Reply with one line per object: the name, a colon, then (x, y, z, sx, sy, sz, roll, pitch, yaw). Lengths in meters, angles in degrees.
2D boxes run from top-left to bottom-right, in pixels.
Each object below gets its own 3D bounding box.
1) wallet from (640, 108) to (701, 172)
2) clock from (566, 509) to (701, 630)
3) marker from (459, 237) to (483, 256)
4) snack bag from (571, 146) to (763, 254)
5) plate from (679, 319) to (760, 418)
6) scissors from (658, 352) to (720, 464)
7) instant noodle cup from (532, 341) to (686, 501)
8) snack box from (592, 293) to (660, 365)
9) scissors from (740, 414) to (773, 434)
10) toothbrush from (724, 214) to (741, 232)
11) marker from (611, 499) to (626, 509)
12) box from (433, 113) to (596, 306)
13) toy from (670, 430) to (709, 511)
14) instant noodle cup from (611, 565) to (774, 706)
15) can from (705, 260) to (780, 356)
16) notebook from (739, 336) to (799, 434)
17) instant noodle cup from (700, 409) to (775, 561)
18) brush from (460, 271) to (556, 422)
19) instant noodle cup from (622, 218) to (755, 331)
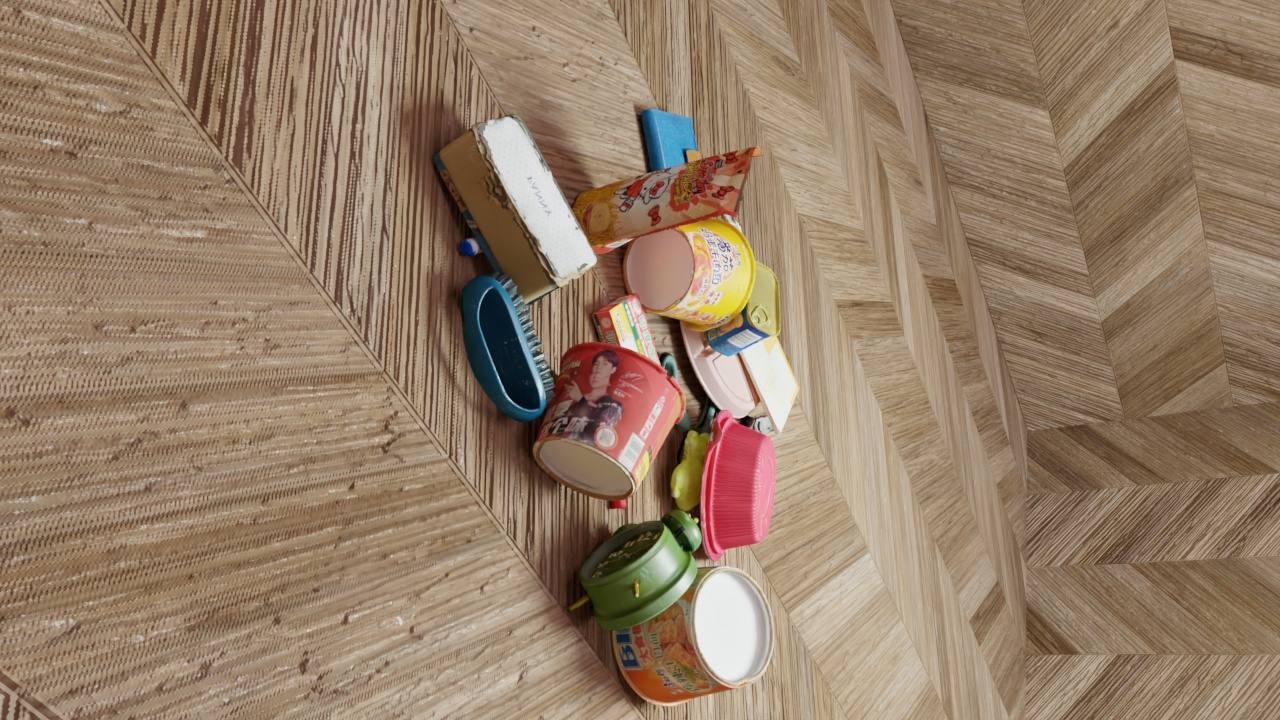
wallet: (0.047, -0.269, 1.242, 0.106, 0.040, 0.133, -8, 88, -55)
clock: (0.002, 0.205, 0.936, 0.056, 0.116, 0.160, 61, 36, -10)
marker: (-0.131, -0.124, 0.914, 0.145, 0.017, 0.017, -31, 107, -58)
snack bag: (0.027, -0.174, 1.006, 0.073, 0.208, 0.128, 58, 37, -29)
plate: (0.120, -0.034, 1.275, 0.229, 0.028, 0.229, 36, 45, -48)
scissors: (0.067, 0.055, 1.189, 0.169, 0.019, 0.174, -45, 118, -56)
instant noodle cup: (-0.037, 0.064, 0.906, 0.138, 0.138, 0.108, 53, 47, -37)
snack box: (-0.006, 0.006, 1.070, 0.076, 0.027, 0.156, -38, 113, -58)
scissors: (0.169, 0.116, 1.343, 0.209, 0.015, 0.181, 46, 42, -43)
toothbrush: (0.110, -0.250, 1.362, 0.180, 0.016, 0.016, 52, 32, -39)
marker: (-0.027, 0.092, 1.019, 0.017, 0.017, 0.145, 18, 65, -56)
box: (-0.114, -0.138, 0.875, 0.089, 0.064, 0.184, -37, 103, -57)
toy: (0.066, 0.137, 1.126, 0.096, 0.031, 0.100, 14, 79, -56)
instant noodle cup: (0.062, 0.285, 0.971, 0.151, 0.112, 0.151, 17, 62, -36)
can: (0.130, -0.065, 1.180, 0.057, 0.083, 0.102, 23, 55, -33)
notebook: (0.174, -0.015, 1.321, 0.206, 0.010, 0.145, 64, 29, -15)
instant noodle cup: (0.129, 0.159, 1.159, 0.193, 0.066, 0.194, 3, 90, -71)
brush: (-0.128, -0.008, 0.843, 0.073, 0.055, 0.144, -40, 115, -58)
instant noodle cup: (0.053, -0.109, 1.114, 0.109, 0.138, 0.138, -2, 82, -51)
